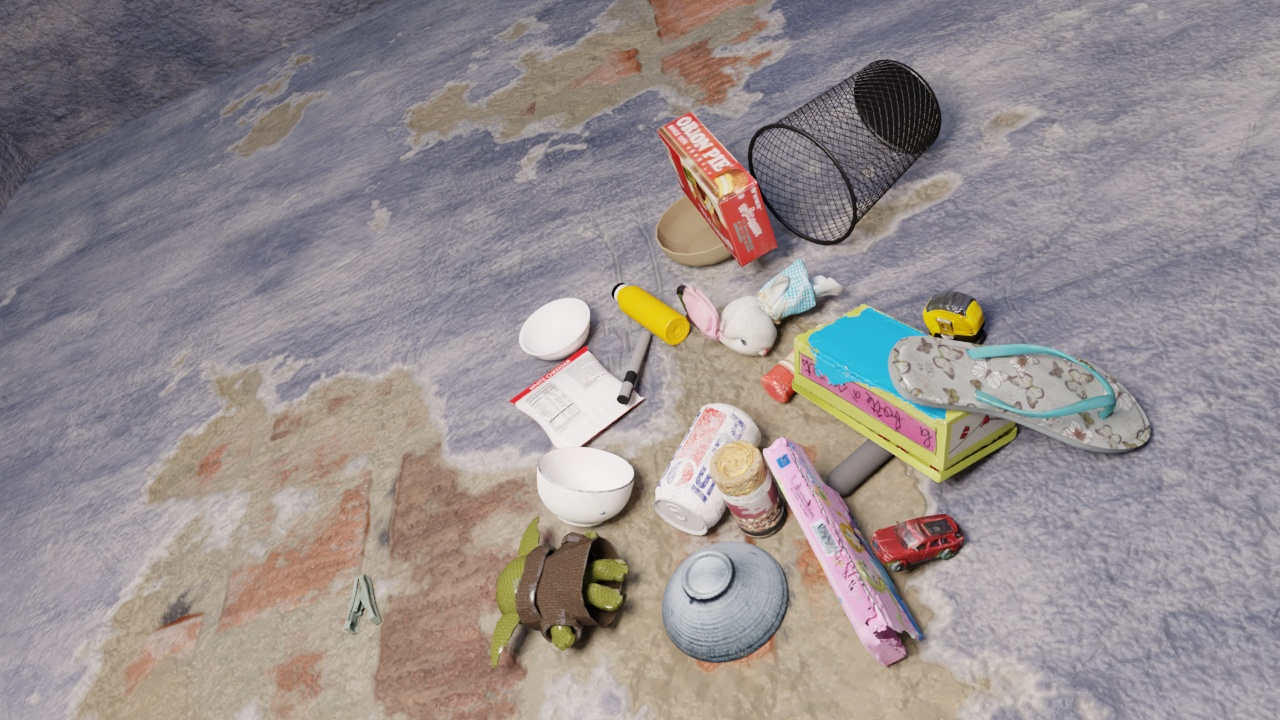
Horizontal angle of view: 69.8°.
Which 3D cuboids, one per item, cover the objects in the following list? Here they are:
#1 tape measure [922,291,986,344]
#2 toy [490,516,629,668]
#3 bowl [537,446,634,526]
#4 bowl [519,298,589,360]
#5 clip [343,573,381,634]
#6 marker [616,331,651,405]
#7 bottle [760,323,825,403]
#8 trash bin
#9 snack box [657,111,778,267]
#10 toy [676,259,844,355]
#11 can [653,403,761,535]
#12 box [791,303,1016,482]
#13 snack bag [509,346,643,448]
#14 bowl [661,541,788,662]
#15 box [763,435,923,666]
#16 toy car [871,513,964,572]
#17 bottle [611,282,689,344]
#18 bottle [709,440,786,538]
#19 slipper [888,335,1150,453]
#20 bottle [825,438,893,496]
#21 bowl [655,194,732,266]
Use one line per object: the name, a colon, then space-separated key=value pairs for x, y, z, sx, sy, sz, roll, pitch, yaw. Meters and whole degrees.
tape measure: x=0.355 y=-0.048 z=1.046 sx=0.066 sy=0.064 sz=0.037 roll=18 pitch=58 yaw=41
toy: x=-0.086 y=0.246 z=0.993 sx=0.153 sy=0.078 sz=0.178 roll=-14 pitch=43 yaw=29
bowl: x=-0.066 y=0.152 z=1.069 sx=0.113 sy=0.063 sz=0.113 roll=7 pitch=20 yaw=-3
bowl: x=-0.115 y=-0.035 z=1.312 sx=0.110 sy=0.040 sz=0.109 roll=-16 pitch=43 yaw=15
clip: x=-0.342 y=0.296 z=1.129 sx=0.059 sy=0.023 sz=0.076 roll=-22 pitch=44 yaw=6
marker: x=-0.007 y=0.007 z=1.212 sx=0.016 sy=0.016 sz=0.140 roll=-8 pitch=35 yaw=22
bottle: x=0.195 y=0.003 z=1.103 sx=0.109 sy=0.044 sz=0.044 roll=-42 pitch=43 yaw=-14
trash bin: x=0.285 y=-0.293 z=1.249 sx=0.209 sy=0.184 sz=0.184 roll=-40 pitch=42 yaw=-20
snack box: x=0.103 y=-0.239 z=1.258 sx=0.060 sy=0.113 sz=0.236 roll=-28 pitch=41 yaw=0
toy: x=0.159 y=-0.058 z=1.165 sx=0.205 sy=0.131 sz=0.105 roll=-14 pitch=74 yaw=5
can: x=0.075 y=0.120 z=1.027 sx=0.078 sy=0.078 sz=0.135 roll=10 pitch=55 yaw=36
box: x=0.278 y=0.026 z=0.986 sx=0.124 sy=0.081 sz=0.221 roll=-25 pitch=35 yaw=-27
snack bag: x=-0.087 y=0.050 z=1.213 sx=0.130 sy=0.039 sz=0.144 roll=-37 pitch=46 yaw=-14
bowl: x=0.076 y=0.231 z=0.934 sx=0.137 sy=0.057 sz=0.136 roll=-16 pitch=43 yaw=15
box: x=0.192 y=0.173 z=0.883 sx=0.053 sy=0.084 sz=0.230 roll=-30 pitch=49 yaw=7
toy car: x=0.267 y=0.173 z=0.885 sx=0.091 sy=0.036 sz=0.042 roll=-12 pitch=43 yaw=-14
bottle: x=0.009 y=-0.070 z=1.275 sx=0.043 sy=0.043 sz=0.144 roll=-40 pitch=43 yaw=-12
bottle: x=0.114 y=0.137 z=0.968 sx=0.056 sy=0.105 sz=0.056 roll=-15 pitch=43 yaw=15
slipper: x=0.371 y=0.017 z=0.876 sx=0.268 sy=0.055 sz=0.098 roll=13 pitch=57 yaw=-6
bottle: x=0.223 y=0.122 z=0.979 sx=0.113 sy=0.030 sz=0.030 roll=-39 pitch=43 yaw=-10
bowl: x=0.101 y=-0.188 z=1.334 sx=0.152 sy=0.050 sz=0.152 roll=-16 pitch=44 yaw=15
